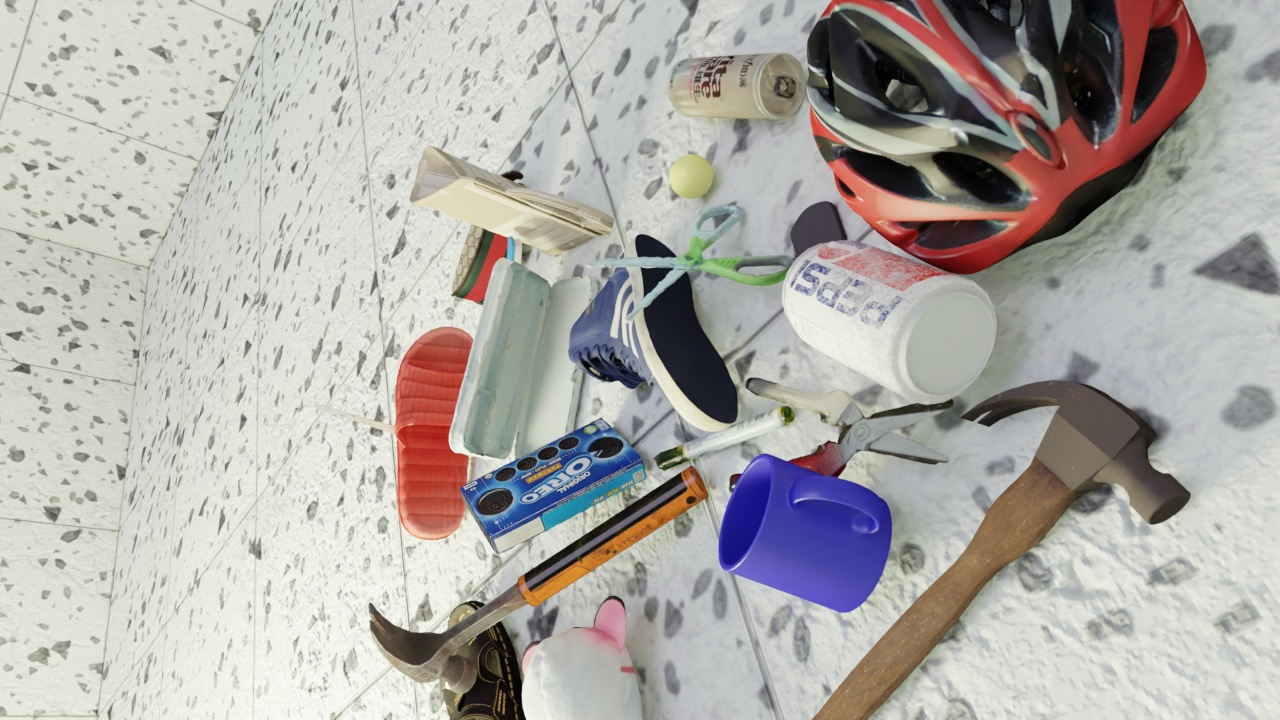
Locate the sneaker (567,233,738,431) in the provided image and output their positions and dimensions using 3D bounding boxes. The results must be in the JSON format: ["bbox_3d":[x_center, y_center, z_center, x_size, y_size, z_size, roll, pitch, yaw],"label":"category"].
[{"bbox_3d":[-0.004,0.003,0.782,0.119,0.091,0.232,-47,38,27],"label":"sneaker"}]

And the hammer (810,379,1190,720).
[{"bbox_3d":[0.178,0.150,0.555,0.324,0.033,0.115,-58,42,21],"label":"hammer"}]

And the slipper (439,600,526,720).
[{"bbox_3d":[-0.149,0.342,0.859,0.113,0.075,0.267,-55,41,22],"label":"slipper"}]

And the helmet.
[{"bbox_3d":[0.200,-0.184,0.568,0.218,0.167,0.271,-44,33,25],"label":"helmet"}]

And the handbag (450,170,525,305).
[{"bbox_3d":[-0.186,-0.151,1.112,0.138,0.063,0.166,28,100,62],"label":"handbag"}]

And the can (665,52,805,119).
[{"bbox_3d":[0.080,-0.241,0.808,0.136,0.054,0.054,22,94,53],"label":"can"}]

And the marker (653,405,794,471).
[{"bbox_3d":[0.065,0.064,0.741,0.147,0.017,0.017,-27,56,44],"label":"marker"}]

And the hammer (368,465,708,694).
[{"bbox_3d":[-0.084,0.176,0.769,0.315,0.138,0.035,-35,42,13],"label":"hammer"}]

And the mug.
[{"bbox_3d":[0.110,0.104,0.581,0.111,0.083,0.079,126,163,-56],"label":"mug"}]

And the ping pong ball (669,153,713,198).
[{"bbox_3d":[0.046,-0.167,0.834,0.040,0.040,0.040,-23,59,46],"label":"ping pong ball"}]

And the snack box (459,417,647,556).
[{"bbox_3d":[-0.078,0.109,0.815,0.082,0.150,0.027,38,149,52],"label":"snack box"}]

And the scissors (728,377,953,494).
[{"bbox_3d":[0.123,0.051,0.636,0.188,0.015,0.179,-54,36,24],"label":"scissors"}]

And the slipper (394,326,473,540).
[{"bbox_3d":[-0.227,0.076,1.039,0.059,0.103,0.248,153,122,-61],"label":"slipper"}]

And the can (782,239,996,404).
[{"bbox_3d":[0.153,-0.029,0.586,0.078,0.078,0.136,-66,27,9],"label":"can"}]

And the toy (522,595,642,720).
[{"bbox_3d":[-0.039,0.306,0.725,0.142,0.084,0.212,-48,43,41],"label":"toy"}]

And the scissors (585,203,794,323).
[{"bbox_3d":[0.041,-0.083,0.755,0.023,0.171,0.167,83,-167,-48],"label":"scissors"}]

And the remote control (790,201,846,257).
[{"bbox_3d":[0.143,-0.070,0.698,0.047,0.009,0.124,-40,48,36],"label":"remote control"}]

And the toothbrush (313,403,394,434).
[{"bbox_3d":[-0.288,0.076,1.050,0.010,0.181,0.010,-60,36,10],"label":"toothbrush"}]

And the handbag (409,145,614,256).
[{"bbox_3d":[-0.104,-0.151,0.912,0.198,0.175,0.062,17,90,51],"label":"handbag"}]

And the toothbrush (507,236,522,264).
[{"bbox_3d":[-0.144,-0.063,1.011,0.016,0.014,0.167,-120,30,-45],"label":"toothbrush"}]

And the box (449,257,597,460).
[{"bbox_3d":[-0.098,0.007,0.940,0.125,0.106,0.215,10,83,24],"label":"box"}]
